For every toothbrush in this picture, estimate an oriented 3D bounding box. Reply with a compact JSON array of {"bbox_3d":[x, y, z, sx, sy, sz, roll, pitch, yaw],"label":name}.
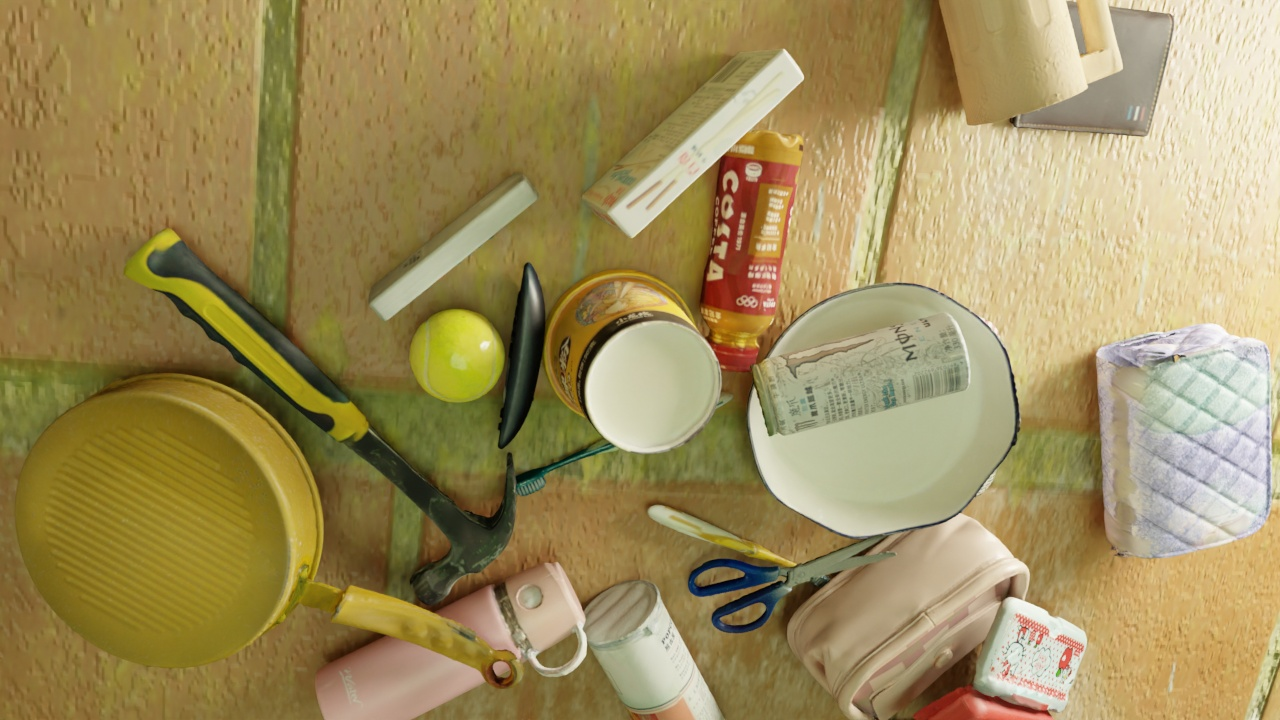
[{"bbox_3d":[0.088,0.157,0.764,0.191,0.018,0.016,25,96,-21],"label":"toothbrush"},{"bbox_3d":[-0.014,0.065,0.715,0.191,0.016,0.018,-22,119,-7],"label":"toothbrush"}]

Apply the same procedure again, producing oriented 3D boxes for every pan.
[{"bbox_3d":[-0.242,0.145,0.626,0.357,0.078,0.198,31,103,-1],"label":"pan"}]

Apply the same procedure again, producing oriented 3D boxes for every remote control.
[{"bbox_3d":[-0.083,-0.002,0.658,0.024,0.053,0.136,8,103,-7],"label":"remote control"},{"bbox_3d":[-0.127,-0.079,0.624,0.135,0.056,0.019,-39,111,-1],"label":"remote control"}]

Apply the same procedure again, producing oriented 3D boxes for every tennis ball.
[{"bbox_3d":[-0.128,-0.003,0.640,0.065,0.065,0.065,-4,106,-13],"label":"tennis ball"}]

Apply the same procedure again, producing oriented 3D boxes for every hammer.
[{"bbox_3d":[-0.213,0.035,0.644,0.126,0.032,0.323,-40,109,7],"label":"hammer"}]

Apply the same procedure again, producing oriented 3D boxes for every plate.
[{"bbox_3d":[0.185,0.038,0.719,0.205,0.045,0.205,0,105,1],"label":"plate"}]

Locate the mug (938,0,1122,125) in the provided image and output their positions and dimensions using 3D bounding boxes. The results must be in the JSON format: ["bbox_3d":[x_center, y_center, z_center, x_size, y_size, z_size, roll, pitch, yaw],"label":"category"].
[{"bbox_3d":[0.284,-0.241,0.664,0.124,0.084,0.103,-23,104,-8],"label":"mug"}]

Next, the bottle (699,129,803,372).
[{"bbox_3d":[0.077,-0.080,0.674,0.057,0.057,0.175,3,105,-15],"label":"bottle"}]

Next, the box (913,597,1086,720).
[{"bbox_3d":[0.318,0.287,0.791,0.201,0.058,0.161,28,99,-44],"label":"box"}]

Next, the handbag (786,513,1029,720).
[{"bbox_3d":[0.252,0.260,0.808,0.193,0.093,0.234,-34,125,-6],"label":"handbag"}]

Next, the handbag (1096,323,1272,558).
[{"bbox_3d":[0.473,0.071,0.808,0.134,0.075,0.194,-13,107,-6],"label":"handbag"}]

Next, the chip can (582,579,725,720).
[{"bbox_3d":[0.027,0.286,0.758,0.071,0.071,0.215,-28,110,-5],"label":"chip can"}]

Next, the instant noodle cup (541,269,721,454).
[{"bbox_3d":[-0.004,0.004,0.647,0.118,0.114,0.118,-4,107,-13],"label":"instant noodle cup"}]

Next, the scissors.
[{"bbox_3d":[0.116,0.169,0.745,0.133,0.012,0.173,31,118,-8],"label":"scissors"}]

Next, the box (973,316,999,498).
[{"bbox_3d":[0.267,0.040,0.768,0.069,0.052,0.164,-3,105,1],"label":"box"}]

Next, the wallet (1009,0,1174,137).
[{"bbox_3d":[0.354,-0.229,0.722,0.122,0.020,0.096,1,105,-12],"label":"wallet"}]

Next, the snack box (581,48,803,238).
[{"bbox_3d":[0.032,-0.151,0.627,0.157,0.084,0.027,-43,113,1],"label":"snack box"}]

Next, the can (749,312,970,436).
[{"bbox_3d":[0.156,0.011,0.659,0.147,0.058,0.058,-14,109,6],"label":"can"}]

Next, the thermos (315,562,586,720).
[{"bbox_3d":[-0.137,0.228,0.696,0.198,0.087,0.067,-24,151,-6],"label":"thermos"}]
